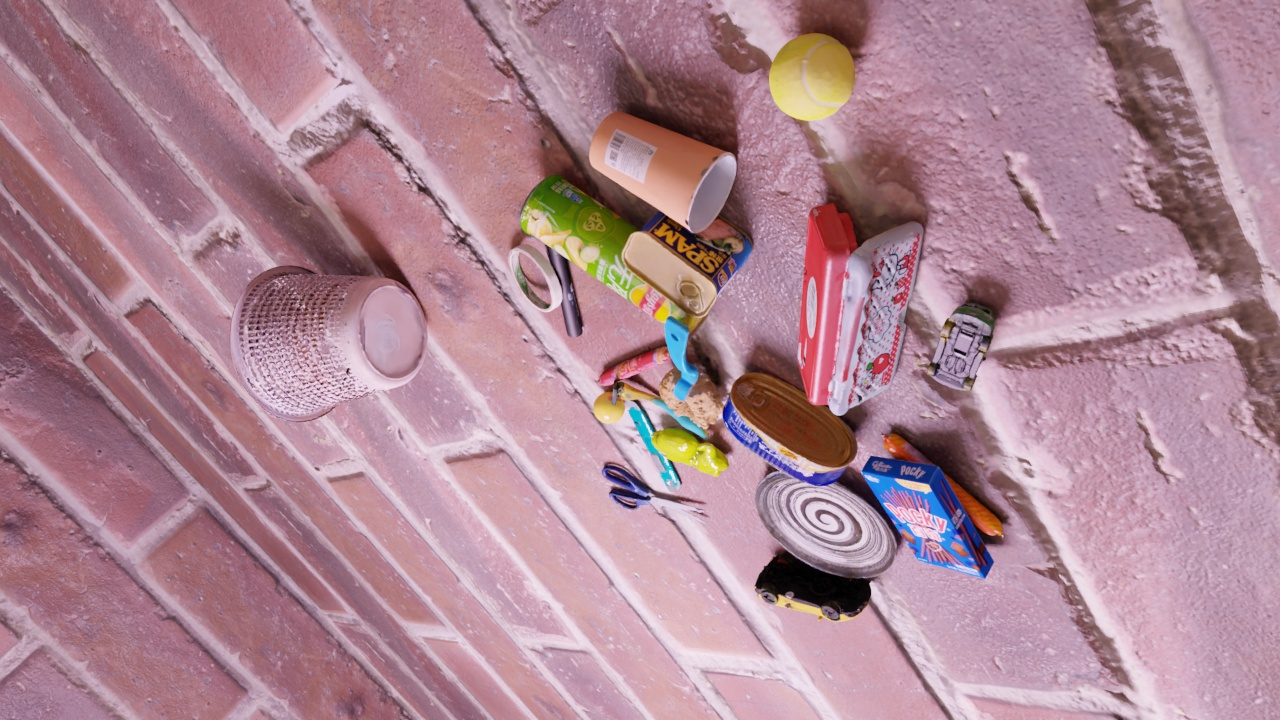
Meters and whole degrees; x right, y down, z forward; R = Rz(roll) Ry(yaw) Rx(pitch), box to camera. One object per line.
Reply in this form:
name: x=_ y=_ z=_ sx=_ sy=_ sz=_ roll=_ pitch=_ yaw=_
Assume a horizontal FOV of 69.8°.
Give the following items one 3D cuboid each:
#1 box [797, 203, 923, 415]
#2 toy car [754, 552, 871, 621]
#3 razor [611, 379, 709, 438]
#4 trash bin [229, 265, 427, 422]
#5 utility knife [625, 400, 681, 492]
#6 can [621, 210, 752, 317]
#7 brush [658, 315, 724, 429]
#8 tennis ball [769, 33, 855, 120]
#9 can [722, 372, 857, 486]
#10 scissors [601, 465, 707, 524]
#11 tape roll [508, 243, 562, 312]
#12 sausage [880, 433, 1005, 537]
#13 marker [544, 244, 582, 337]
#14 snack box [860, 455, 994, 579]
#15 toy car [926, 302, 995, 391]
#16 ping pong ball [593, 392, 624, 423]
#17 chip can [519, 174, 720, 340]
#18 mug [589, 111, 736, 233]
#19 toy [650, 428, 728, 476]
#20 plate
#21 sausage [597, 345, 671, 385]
box: x=0.203 y=-0.043 z=0.837 sx=0.099 sy=0.095 sz=0.202 roll=-5 pitch=135 yaw=-1
toy car: x=0.216 y=0.289 z=1.154 sx=0.156 sy=0.071 sz=0.041 roll=5 pitch=130 yaw=37
razor: x=0.026 y=0.061 z=1.119 sx=0.132 sy=0.028 sz=0.043 roll=25 pitch=147 yaw=10
trash bin: x=-0.417 y=-0.031 z=1.282 sx=0.192 sy=0.226 sz=0.228 roll=-5 pitch=125 yaw=29
utility knife: x=0.017 y=0.114 z=1.196 sx=0.029 sy=0.013 sz=0.164 roll=-2 pitch=127 yaw=38
can: x=0.047 y=-0.105 z=0.887 sx=0.102 sy=0.083 sz=0.057 roll=37 pitch=144 yaw=4
brush: x=0.048 y=0.013 z=0.974 sx=0.083 sy=0.045 sz=0.255 roll=36 pitch=168 yaw=18
tennis ball: x=0.133 y=-0.219 z=0.710 sx=0.065 sy=0.065 sz=0.066 roll=24 pitch=140 yaw=21
can: x=0.158 y=0.074 z=0.983 sx=0.148 sy=0.074 sz=0.049 roll=33 pitch=146 yaw=12
scissors: x=0.017 y=0.199 z=1.282 sx=0.171 sy=0.012 sz=0.142 roll=36 pitch=144 yaw=8
tape roll: x=-0.125 y=-0.097 z=1.084 sx=0.086 sy=0.013 sz=0.086 roll=39 pitch=148 yaw=29
sausage: x=0.312 y=0.129 z=0.947 sx=0.165 sy=0.021 sz=0.022 roll=41 pitch=143 yaw=0
marker: x=-0.090 y=-0.083 z=1.081 sx=0.022 sy=0.020 sz=0.132 roll=9 pitch=134 yaw=22
snack box: x=0.302 y=0.165 z=0.962 sx=0.085 sy=0.026 sz=0.157 roll=5 pitch=139 yaw=52
toy car: x=0.286 y=-0.011 z=0.814 sx=0.043 sy=0.036 sz=0.091 roll=24 pitch=139 yaw=19
ping pong ball: x=-0.040 y=0.060 z=1.167 sx=0.040 sy=0.040 sz=0.040 roll=24 pitch=140 yaw=21
chip can: x=-0.023 y=-0.110 z=0.952 sx=0.221 sy=0.072 sz=0.073 roll=34 pitch=143 yaw=8
mug: x=0.017 y=-0.179 z=0.848 sx=0.123 sy=0.078 sz=0.078 roll=31 pitch=143 yaw=19
toy: x=0.060 y=0.112 z=1.139 sx=0.100 sy=0.031 sz=0.097 roll=31 pitch=154 yaw=-2
plate: x=0.220 y=0.190 z=1.090 sx=0.179 sy=0.024 sz=0.180 roll=23 pitch=141 yaw=20
sausage: x=-0.007 y=0.006 z=1.101 sx=0.020 sy=0.020 sz=0.156 roll=50 pitch=142 yaw=-13
